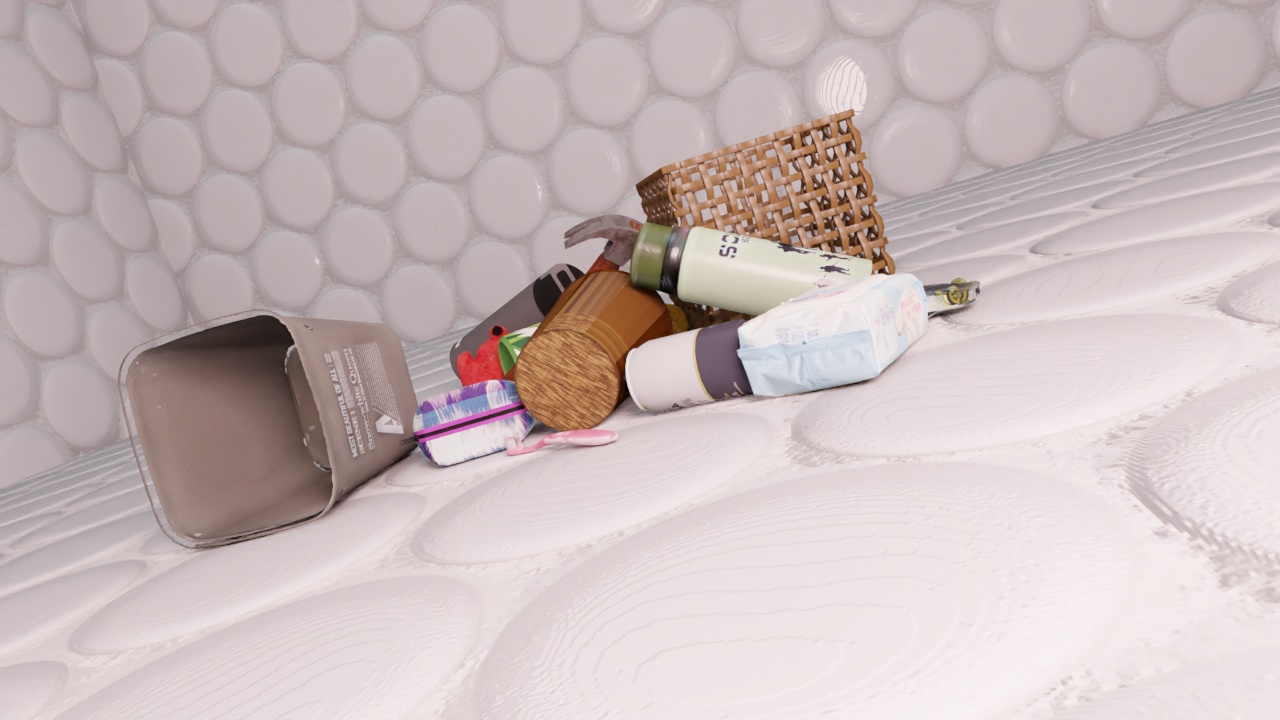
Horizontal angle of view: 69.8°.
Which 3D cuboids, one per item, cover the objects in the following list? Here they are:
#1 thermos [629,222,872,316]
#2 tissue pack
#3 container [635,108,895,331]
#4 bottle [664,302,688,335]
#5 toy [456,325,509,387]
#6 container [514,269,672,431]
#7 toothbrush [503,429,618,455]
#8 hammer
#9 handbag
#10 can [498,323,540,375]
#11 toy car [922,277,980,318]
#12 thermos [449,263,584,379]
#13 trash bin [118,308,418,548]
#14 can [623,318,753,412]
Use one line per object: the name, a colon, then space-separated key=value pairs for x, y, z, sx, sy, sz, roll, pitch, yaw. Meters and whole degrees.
thermos: x=0.105 y=-0.083 z=0.910 sx=0.231 sy=0.082 sz=0.082 roll=12 pitch=14 yaw=8
tissue pack: x=0.165 y=-0.028 z=0.766 sx=0.112 sy=0.070 sz=0.181 roll=-13 pitch=9 yaw=33
container: x=0.141 y=-0.148 z=1.104 sx=0.219 sy=0.214 sz=0.251 roll=-18 pitch=8 yaw=-5
bottle: x=0.021 y=-0.048 z=1.182 sx=0.053 sy=0.053 sz=0.186 roll=-18 pitch=6 yaw=-5
toy: x=-0.200 y=0.030 z=1.235 sx=0.132 sy=0.088 sz=0.094 roll=-39 pitch=-25 yaw=-11
container: x=-0.049 y=-0.007 z=0.908 sx=0.132 sy=0.132 sz=0.167 roll=-15 pitch=14 yaw=18
toothbrush: x=-0.072 y=0.069 z=0.797 sx=0.135 sy=0.016 sz=0.021 roll=-11 pitch=10 yaw=39
hammer: x=-0.087 y=-0.046 z=1.035 sx=0.302 sy=0.111 sz=0.028 roll=-48 pitch=31 yaw=33
handbag: x=-0.161 y=0.056 z=0.947 sx=0.144 sy=0.068 sz=0.170 roll=-16 pitch=2 yaw=2
can: x=-0.101 y=-0.013 z=1.171 sx=0.144 sy=0.083 sz=0.083 roll=-20 pitch=9 yaw=-22
toy car: x=0.267 y=-0.055 z=0.869 sx=0.106 sy=0.033 sz=0.047 roll=-7 pitch=10 yaw=30
thermos: x=-0.168 y=-0.046 z=1.297 sx=0.241 sy=0.082 sz=0.082 roll=-32 pitch=-2 yaw=37
trash bin: x=-0.344 y=0.053 z=0.916 sx=0.198 sy=0.197 sz=0.219 roll=-14 pitch=2 yaw=14
can: x=0.044 y=0.007 z=0.801 sx=0.128 sy=0.064 sz=0.064 roll=-13 pitch=9 yaw=26
